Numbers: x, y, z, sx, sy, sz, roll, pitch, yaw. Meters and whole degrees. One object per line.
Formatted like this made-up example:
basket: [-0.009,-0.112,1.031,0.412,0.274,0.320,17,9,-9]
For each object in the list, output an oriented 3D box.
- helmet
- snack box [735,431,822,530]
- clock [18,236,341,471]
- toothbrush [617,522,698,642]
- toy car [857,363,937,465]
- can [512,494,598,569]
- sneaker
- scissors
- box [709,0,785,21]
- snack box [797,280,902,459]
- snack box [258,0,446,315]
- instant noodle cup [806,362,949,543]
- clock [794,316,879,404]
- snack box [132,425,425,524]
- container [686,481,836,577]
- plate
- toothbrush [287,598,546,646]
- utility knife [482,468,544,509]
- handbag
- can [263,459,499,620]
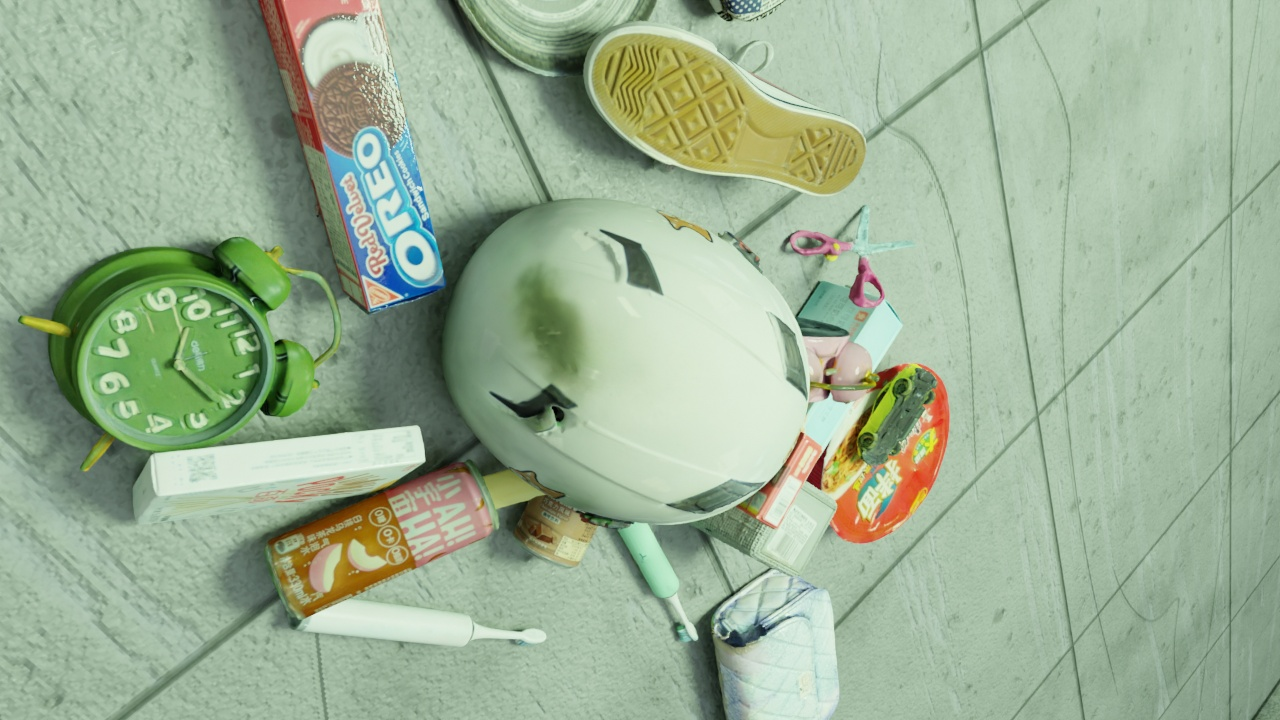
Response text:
helmet: [-0.004,0.004,0.609,0.274,0.157,0.230,29,90,-3]
snack box: [0.078,0.077,0.757,0.025,0.153,0.075,34,84,-31]
clock: [-0.255,-0.009,0.534,0.160,0.056,0.116,-22,120,-30]
toothbrush: [0.013,0.186,0.829,0.027,0.026,0.225,-17,124,13]
toy car: [0.237,0.051,0.865,0.048,0.032,0.105,18,106,-40]
can: [-0.051,0.102,0.728,0.058,0.058,0.116,29,88,-40]
sneaker: [0.058,-0.188,0.691,0.240,0.088,0.118,11,112,-29]
scissors: [0.202,-0.096,0.838,0.133,0.130,0.017,-7,147,-22]
box: [0.065,-0.318,0.641,0.075,0.083,0.163,-57,139,-34]
snack box: [0.161,0.013,0.849,0.051,0.074,0.174,40,80,-41]
snack box: [-0.173,-0.135,0.552,0.057,0.058,0.208,-22,118,-27]
instant noodle cup: [0.231,0.086,0.936,0.193,0.066,0.194,-15,115,-33]
clock: [0.124,0.000,0.761,0.117,0.159,0.060,-1,102,-35]
snack box: [-0.223,0.071,0.571,0.156,0.085,0.027,-3,72,-37]
container: [0.101,0.128,0.818,0.090,0.114,0.090,33,84,-40]
plate: [-0.057,-0.283,0.610,0.179,0.024,0.180,-15,116,-34]
toothbrush: [-0.160,0.204,0.703,0.220,0.026,0.026,22,134,-41]
utility knife: [-0.068,0.089,0.687,0.220,0.022,0.031,-14,94,-2]
handbag: [0.140,0.318,0.943,0.134,0.076,0.194,-27,120,-28]
can: [-0.175,0.120,0.627,0.147,0.058,0.058,-22,119,-19]
